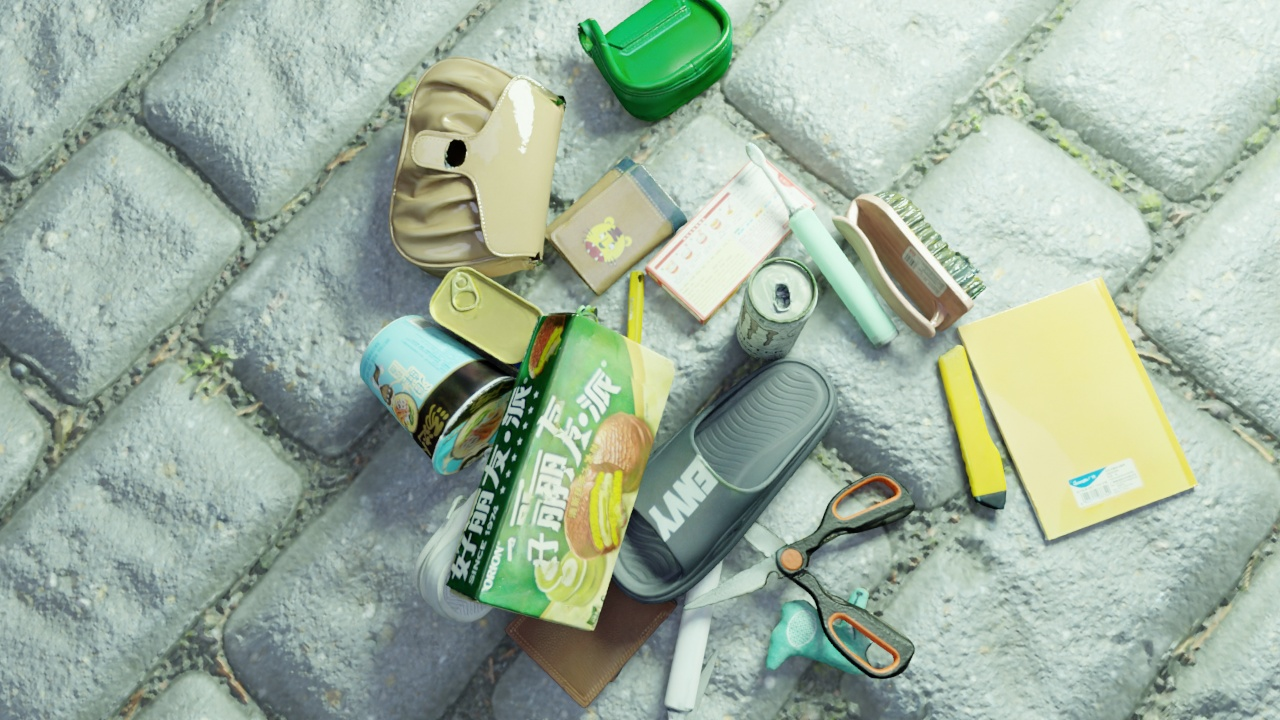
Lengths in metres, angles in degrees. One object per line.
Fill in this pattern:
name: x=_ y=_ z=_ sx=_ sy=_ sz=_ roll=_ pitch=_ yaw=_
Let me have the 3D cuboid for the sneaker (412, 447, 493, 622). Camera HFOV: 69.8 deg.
sneaker: x=-0.107 y=0.122 z=0.817 sx=0.241 sy=0.091 sz=0.089 roll=-49 pitch=115 yaw=-23

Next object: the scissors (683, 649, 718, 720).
scissors: x=0.021 y=0.333 z=0.799 sx=0.140 sy=0.012 sz=0.171 roll=-15 pitch=77 yaw=1

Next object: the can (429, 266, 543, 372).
can: x=-0.131 y=-0.032 z=0.836 sx=0.102 sy=0.083 sz=0.057 roll=30 pitch=82 yaw=8

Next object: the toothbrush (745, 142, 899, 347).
toothbrush: x=0.163 y=-0.107 z=0.842 sx=0.027 sy=0.027 sz=0.224 roll=-35 pitch=92 yaw=23

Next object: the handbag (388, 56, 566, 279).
handbag: x=-0.154 y=-0.178 z=0.855 sx=0.148 sy=0.100 sz=0.204 roll=7 pitch=84 yaw=7

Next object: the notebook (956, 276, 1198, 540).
notebook: x=0.393 y=0.041 z=0.832 sx=0.146 sy=0.010 sz=0.206 roll=-20 pitch=79 yaw=-1

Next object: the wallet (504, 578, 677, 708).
wallet: x=-0.044 y=0.229 z=0.813 sx=0.101 sy=0.032 sz=0.124 roll=42 pitch=85 yaw=6

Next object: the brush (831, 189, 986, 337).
brush: x=0.241 y=-0.092 z=0.837 sx=0.073 sy=0.063 sz=0.145 roll=-35 pitch=79 yaw=-14

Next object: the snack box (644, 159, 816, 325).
snack box: x=0.085 y=-0.115 z=0.868 sx=0.077 sy=0.027 sz=0.155 roll=44 pitch=85 yaw=9

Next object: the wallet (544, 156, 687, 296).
wallet: x=-0.026 y=-0.129 z=0.875 sx=0.115 sy=0.033 sz=0.090 roll=-41 pitch=80 yaw=-1

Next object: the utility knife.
utility knife: x=0.301 y=0.061 z=0.831 sx=0.033 sy=0.015 sz=0.153 roll=-10 pitch=78 yaw=-5

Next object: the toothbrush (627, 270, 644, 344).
toothbrush: x=-0.005 y=0.005 z=0.842 sx=0.015 sy=0.017 sz=0.189 roll=12 pitch=69 yaw=-25

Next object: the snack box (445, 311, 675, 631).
snack box: x=-0.062 y=0.090 z=0.753 sx=0.114 sy=0.063 sz=0.239 roll=27 pitch=75 yaw=-34

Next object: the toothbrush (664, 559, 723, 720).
toothbrush: x=0.039 y=0.270 z=0.794 sx=0.026 sy=0.027 sz=0.220 roll=23 pitch=73 yaw=-37

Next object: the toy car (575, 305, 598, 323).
toy car: x=-0.063 y=-0.009 z=0.849 sx=0.036 sy=0.043 sz=0.091 roll=23 pitch=81 yaw=7

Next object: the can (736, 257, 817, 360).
can: x=0.115 y=-0.042 z=0.792 sx=0.058 sy=0.147 sz=0.058 roll=-1 pitch=79 yaw=3

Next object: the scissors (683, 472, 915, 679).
scissors: x=0.151 y=0.179 z=0.799 sx=0.234 sy=0.022 sz=0.221 roll=-32 pitch=71 yaw=-14

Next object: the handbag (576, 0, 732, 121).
handbag: x=0.017 y=-0.307 z=0.885 sx=0.131 sy=0.068 sz=0.120 roll=-37 pitch=79 yaw=-4

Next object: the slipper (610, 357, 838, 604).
slipper: x=0.066 y=0.085 z=0.786 sx=0.111 sy=0.083 sz=0.267 roll=40 pitch=74 yaw=23

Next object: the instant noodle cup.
instant noodle cup: x=-0.185 y=0.024 z=0.824 sx=0.120 sy=0.111 sz=0.111 roll=37 pitch=83 yaw=17

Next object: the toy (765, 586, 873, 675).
toy: x=0.163 y=0.238 z=0.801 sx=0.092 sy=0.030 sz=0.096 roll=21 pitch=74 yaw=2
